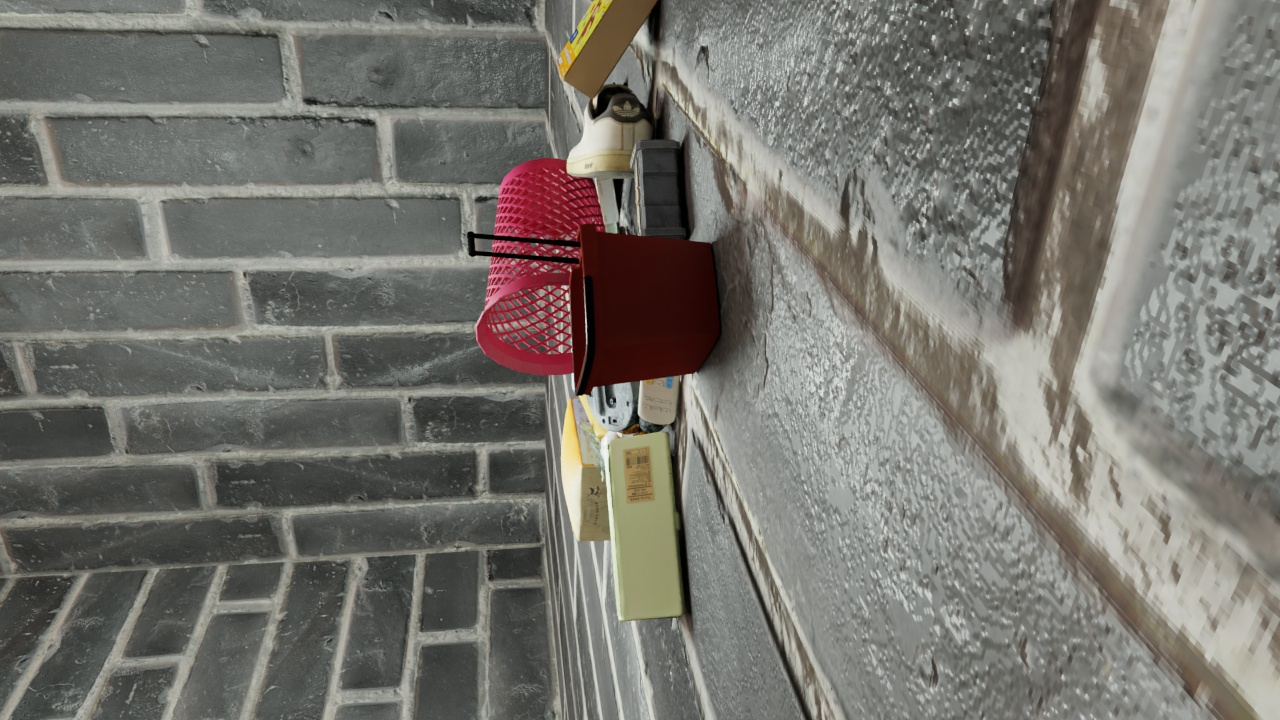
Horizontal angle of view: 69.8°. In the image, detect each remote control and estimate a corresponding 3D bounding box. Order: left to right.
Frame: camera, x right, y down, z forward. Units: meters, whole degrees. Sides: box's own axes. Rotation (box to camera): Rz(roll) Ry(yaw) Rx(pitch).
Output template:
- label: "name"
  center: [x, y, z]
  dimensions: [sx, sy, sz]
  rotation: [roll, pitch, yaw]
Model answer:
- label: "remote control"
  center: [0.020, 0.007, 0.896]
  dimensions: [0.018, 0.038, 0.126]
  rotation: [-64, -19, -58]

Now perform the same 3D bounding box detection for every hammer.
- label: "hammer"
  center: [0.002, -0.132, 1.004]
  dimensions: [0.322, 0.044, 0.098]
  rotation: [122, 146, -78]

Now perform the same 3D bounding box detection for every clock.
- label: "clock"
  center: [-0.009, 0.030, 0.975]
  dimensions: [0.130, 0.052, 0.090]
  rotation: [5, 103, 53]

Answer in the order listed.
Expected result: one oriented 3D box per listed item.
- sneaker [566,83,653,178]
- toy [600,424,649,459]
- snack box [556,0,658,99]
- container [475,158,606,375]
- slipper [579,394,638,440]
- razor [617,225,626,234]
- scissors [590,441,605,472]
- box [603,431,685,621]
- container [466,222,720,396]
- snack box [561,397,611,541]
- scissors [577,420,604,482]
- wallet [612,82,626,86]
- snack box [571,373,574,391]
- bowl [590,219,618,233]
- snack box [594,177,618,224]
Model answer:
- label: "sneaker"
  center: [-0.037, -0.262, 1.052]
  dimensions: [0.241, 0.089, 0.102]
  rotation: [-128, 36, -73]
- label: "toy"
  center: [-0.013, 0.106, 1.079]
  dimensions: [0.112, 0.067, 0.087]
  rotation: [-90, 0, -76]
- label: "snack box"
  center: [-0.038, -0.359, 0.999]
  dimensions: [0.126, 0.040, 0.088]
  rotation: [-53, 25, 20]
- label: "container"
  center: [-0.110, -0.125, 1.137]
  dimensions: [0.184, 0.183, 0.225]
  rotation: [102, 165, -56]
- label: "slipper"
  center: [-0.045, 0.019, 1.196]
  dimensions: [0.099, 0.078, 0.263]
  rotation: [153, 115, -78]
- label: "razor"
  center: [-0.022, -0.157, 1.196]
  dimensions: [0.105, 0.026, 0.042]
  rotation: [-102, 11, -65]
- label: "scissors"
  center: [-0.020, 0.160, 1.109]
  dimensions: [0.136, 0.015, 0.125]
  rotation: [37, -158, -55]
- label: "box"
  center: [0.002, 0.172, 0.947]
  dimensions: [0.089, 0.077, 0.187]
  rotation: [118, 148, -71]
- label: "container"
  center: [-0.045, -0.044, 0.784]
  dimensions: [0.148, 0.200, 0.127]
  rotation: [114, 153, -70]
- label: "snack box"
  center: [-0.082, 0.168, 1.440]
  dimensions: [0.195, 0.080, 0.145]
  rotation: [-108, 19, -59]
- label: "scissors"
  center: [-0.053, 0.108, 1.269]
  dimensions: [0.171, 0.023, 0.169]
  rotation: [-97, -12, -47]
- label: "wallet"
  center: [-0.033, -0.322, 1.249]
  dimensions: [0.115, 0.018, 0.091]
  rotation: [-176, 84, -83]
- label: "snack box"
  center: [-0.059, -0.042, 1.274]
  dimensions: [0.053, 0.075, 0.174]
  rotation: [-164, 73, -82]
- label: "bowl"
  center: [-0.059, -0.150, 1.371]
  dimensions: [0.157, 0.038, 0.157]
  rotation: [177, 91, -81]
- label: "snack box"
  center: [-0.055, -0.275, 1.323]
  dimensions: [0.082, 0.026, 0.149]
  rotation: [81, 179, -48]
